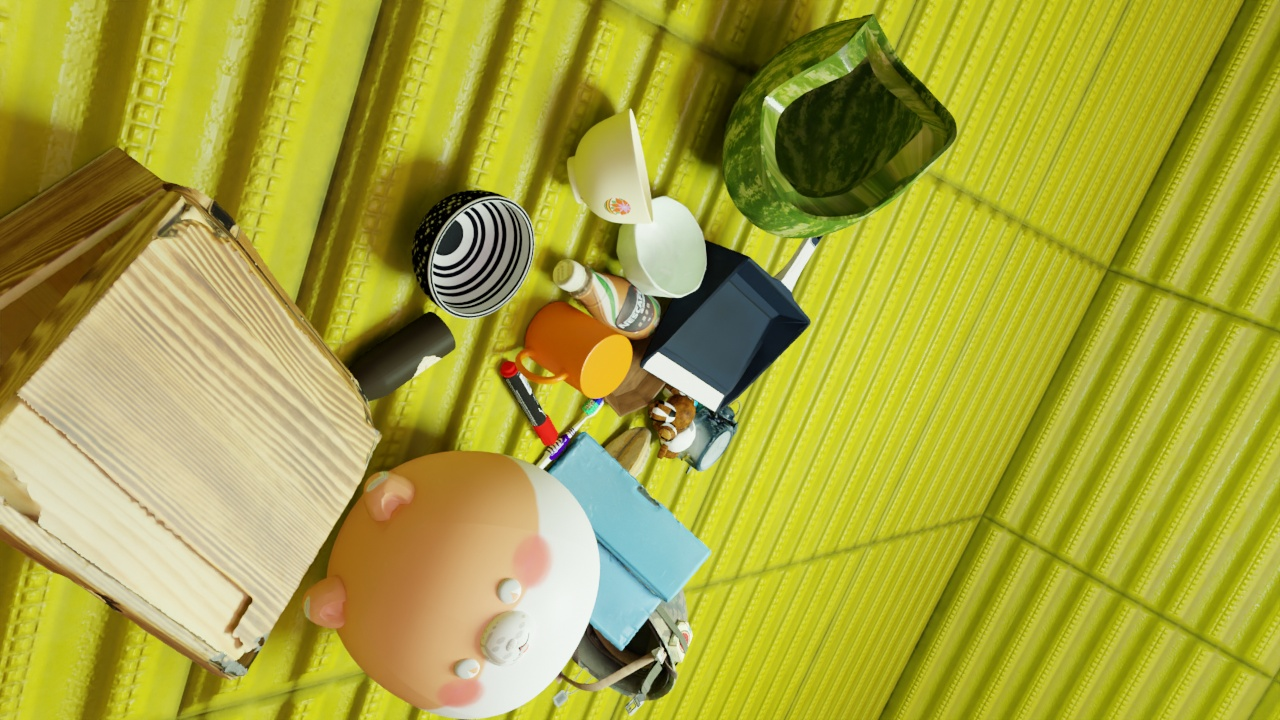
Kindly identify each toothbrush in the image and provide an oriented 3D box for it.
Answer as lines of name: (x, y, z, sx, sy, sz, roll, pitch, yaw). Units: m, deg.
toothbrush: (-0.108, 0.113, 1.140, 0.186, 0.015, 0.016, -49, 138, -13)

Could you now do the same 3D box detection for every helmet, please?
helmet: (0.211, -0.261, 1.068, 0.248, 0.242, 0.213, -39, 106, 21)
helmet: (-0.030, 0.381, 1.269, 0.235, 0.193, 0.224, -25, 106, -55)

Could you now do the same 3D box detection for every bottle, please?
bottle: (-0.040, -0.073, 1.049, 0.167, 0.059, 0.059, 27, 93, -54)
bottle: (-0.260, 0.020, 0.865, 0.184, 0.045, 0.045, -38, 139, -26)

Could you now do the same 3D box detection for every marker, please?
marker: (-0.128, 0.050, 1.066, 0.023, 0.021, 0.145, -51, 144, -24)

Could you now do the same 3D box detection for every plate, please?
plate: (-0.007, 0.007, 1.174, 0.131, 0.025, 0.131, -29, 135, -34)

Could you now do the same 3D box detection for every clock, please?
clock: (0.101, 0.106, 1.343, 0.129, 0.052, 0.090, -48, 155, -12)

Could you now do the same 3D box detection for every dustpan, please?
dustpan: (0.143, -0.067, 1.170, 0.236, 0.080, 0.273, 31, 84, -56)

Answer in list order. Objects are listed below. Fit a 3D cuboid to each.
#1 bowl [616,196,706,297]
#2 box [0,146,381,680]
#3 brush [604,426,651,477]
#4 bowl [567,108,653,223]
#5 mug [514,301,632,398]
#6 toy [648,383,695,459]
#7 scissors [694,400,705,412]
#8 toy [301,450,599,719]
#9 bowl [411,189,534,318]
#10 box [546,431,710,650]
bowl: (0.016, -0.125, 1.060, 0.117, 0.061, 0.117, 11, 73, -42)
box: (-0.332, 0.039, 0.654, 0.258, 0.221, 0.279, -45, 141, -21)
brush: (-0.051, 0.166, 1.212, 0.195, 0.059, 0.043, -50, 156, -16)
bowl: (-0.034, -0.193, 0.948, 0.074, 0.117, 0.118, -10, 136, 6)
mug: (-0.082, -0.006, 1.015, 0.112, 0.096, 0.078, -29, 135, -35)
toy: (0.044, 0.088, 1.259, 0.087, 0.067, 0.113, -56, 166, -41)
scissors: (0.080, 0.070, 1.338, 0.137, 0.012, 0.127, -55, 148, -4)
toy: (-0.182, 0.218, 0.923, 0.280, 0.266, 0.263, 29, 89, -39)
bowl: (-0.167, -0.107, 0.866, 0.119, 0.066, 0.120, -29, 135, -34)
box: (-0.047, 0.229, 1.158, 0.231, 0.033, 0.174, 43, 78, -8)
